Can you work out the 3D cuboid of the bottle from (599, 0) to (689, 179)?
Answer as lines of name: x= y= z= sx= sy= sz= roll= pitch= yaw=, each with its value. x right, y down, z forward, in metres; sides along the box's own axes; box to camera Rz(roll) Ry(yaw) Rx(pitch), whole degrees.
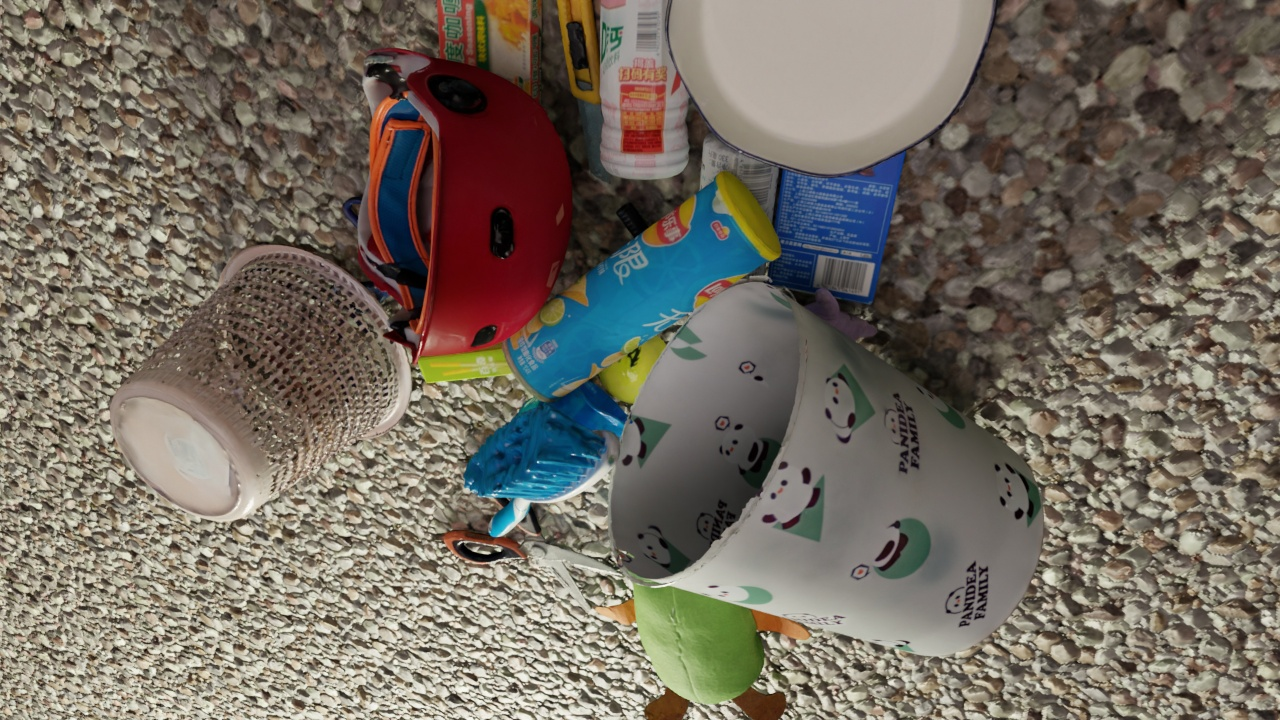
bottle: x=0.003 y=-0.232 z=0.653 sx=0.068 sy=0.068 sz=0.197 roll=7 pitch=118 yaw=15

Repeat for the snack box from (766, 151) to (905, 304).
snack box: x=0.147 y=-0.123 z=0.688 sx=0.084 sy=0.026 sz=0.157 roll=12 pitch=122 yaw=12

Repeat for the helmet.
helmet: x=-0.117 y=-0.106 z=0.661 sx=0.143 sy=0.240 sz=0.207 roll=-4 pitch=128 yaw=-26

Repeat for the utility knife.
utility knife: x=-0.043 y=-0.237 z=0.693 sx=0.033 sy=0.015 sz=0.219 roll=3 pitch=121 yaw=20

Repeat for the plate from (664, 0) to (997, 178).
plate: x=0.122 y=-0.226 z=0.603 sx=0.205 sy=0.045 sz=0.205 roll=4 pitch=109 yaw=11

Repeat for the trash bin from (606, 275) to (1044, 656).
trash bin: x=0.139 y=0.095 z=0.681 sx=0.251 sy=0.229 sz=0.230 roll=26 pitch=127 yaw=-22

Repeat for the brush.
brush: x=-0.110 y=0.114 z=0.816 sx=0.109 sy=0.060 sz=0.316 roll=15 pitch=152 yaw=-30

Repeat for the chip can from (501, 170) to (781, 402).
chip can: x=-0.003 y=-0.049 z=0.671 sx=0.211 sy=0.071 sz=0.071 roll=-33 pitch=105 yaw=23

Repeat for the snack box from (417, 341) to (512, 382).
snack box: x=-0.107 y=-0.018 z=0.800 sx=0.156 sy=0.085 sz=0.026 roll=-6 pitch=116 yaw=18

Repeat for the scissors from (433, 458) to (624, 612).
scissors: x=-0.123 y=0.188 z=0.976 sx=0.226 sy=0.015 sz=0.189 roll=6 pitch=121 yaw=15

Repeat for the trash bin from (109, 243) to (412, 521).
trash bin: x=-0.358 y=0.033 z=0.849 sx=0.228 sy=0.191 sz=0.228 roll=12 pitch=126 yaw=16

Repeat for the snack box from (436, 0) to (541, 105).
snack box: x=-0.114 y=-0.259 z=0.698 sx=0.077 sy=0.026 sz=0.156 roll=11 pitch=123 yaw=13

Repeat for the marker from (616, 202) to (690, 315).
marker: x=0.024 y=-0.075 z=0.764 sx=0.018 sy=0.022 sz=0.131 roll=-39 pitch=104 yaw=-4

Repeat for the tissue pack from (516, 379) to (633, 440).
tissue pack: x=-0.063 y=0.064 z=0.830 sx=0.095 sy=0.052 sz=0.157 roll=41 pitch=153 yaw=-6

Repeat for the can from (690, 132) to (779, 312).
can: x=0.071 y=-0.100 z=0.709 sx=0.058 sy=0.058 sz=0.147 roll=12 pitch=123 yaw=12

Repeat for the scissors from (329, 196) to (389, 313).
scissors: x=-0.223 y=-0.079 z=0.853 sx=0.176 sy=0.012 sz=0.162 roll=-13 pitch=115 yaw=23

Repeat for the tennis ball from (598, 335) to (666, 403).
tennis ball: x=-0.005 y=0.005 z=0.793 sx=0.065 sy=0.065 sz=0.066 roll=9 pitch=122 yaw=14

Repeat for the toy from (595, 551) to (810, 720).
toy: x=0.058 y=0.269 z=0.917 sx=0.227 sy=0.089 sz=0.247 roll=-4 pitch=115 yaw=20

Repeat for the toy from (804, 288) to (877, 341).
toy: x=0.125 y=-0.020 z=0.744 sx=0.108 sy=0.038 sz=0.084 roll=-21 pitch=144 yaw=33
